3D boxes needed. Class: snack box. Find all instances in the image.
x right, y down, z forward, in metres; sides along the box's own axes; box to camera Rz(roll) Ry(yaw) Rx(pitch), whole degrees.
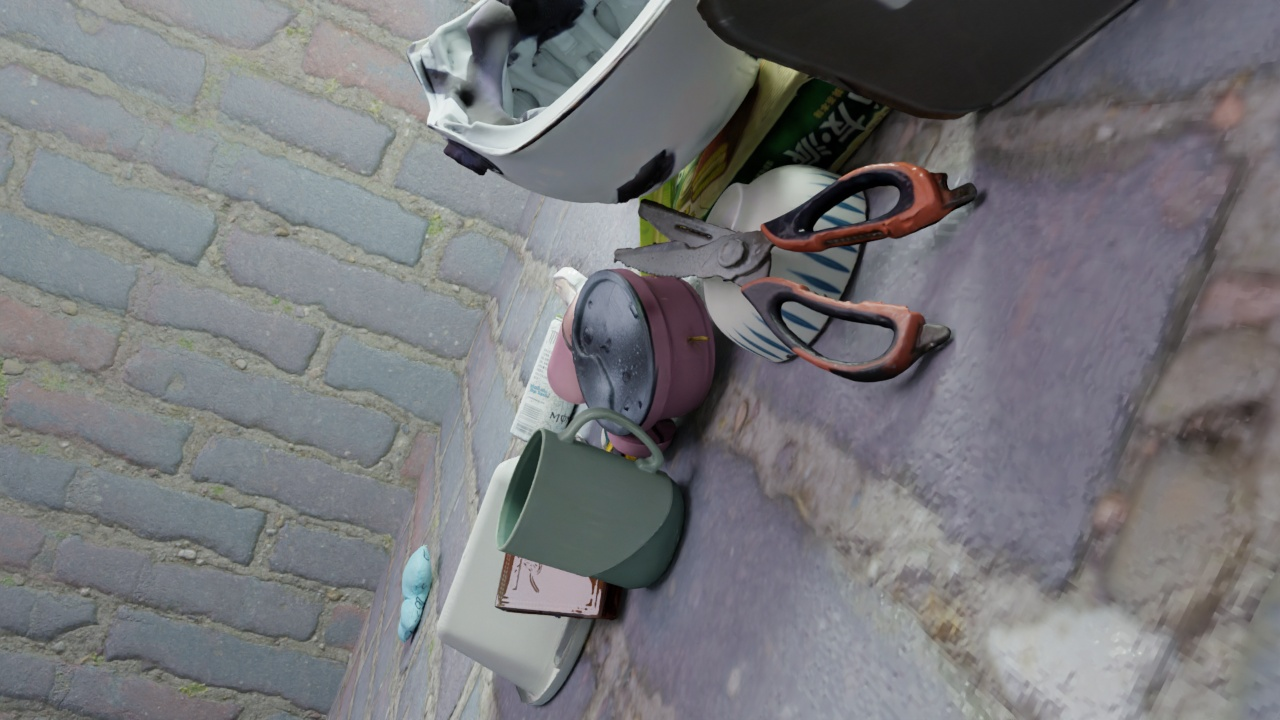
[{"bbox_3d":[0.016,-0.106,0.727,0.085,0.026,0.156,-73,-15,-62],"label":"snack box"},{"bbox_3d":[0.098,-0.166,0.592,0.241,0.063,0.114,129,157,-50],"label":"snack box"}]

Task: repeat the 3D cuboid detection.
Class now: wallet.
[{"bbox_3d":[-0.057,0.131,0.689,0.101,0.032,0.124,-4,65,30],"label":"wallet"}]

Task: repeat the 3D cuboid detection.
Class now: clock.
[{"bbox_3d":[-0.004,0.004,0.665,0.117,0.059,0.159,62,144,30],"label":"clock"}]

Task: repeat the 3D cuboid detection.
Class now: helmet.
[{"bbox_3d":[-0.017,-0.191,0.585,0.229,0.146,0.258,-51,41,3],"label":"helmet"}]

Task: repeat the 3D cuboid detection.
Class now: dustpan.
[{"bbox_3d":[-0.074,0.190,0.833,0.257,0.143,0.222,21,-90,-76],"label":"dustpan"}]

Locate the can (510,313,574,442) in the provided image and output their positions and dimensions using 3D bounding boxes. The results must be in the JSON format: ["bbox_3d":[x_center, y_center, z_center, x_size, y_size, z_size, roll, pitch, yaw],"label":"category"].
[{"bbox_3d":[-0.094,0.024,1.028,0.058,0.058,0.146,-157,88,-75],"label":"can"}]

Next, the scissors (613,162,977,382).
[{"bbox_3d":[0.068,-0.058,0.468,0.214,0.015,0.197,-34,50,28],"label":"scissors"}]

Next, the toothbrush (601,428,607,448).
[{"bbox_3d":[0.002,-0.009,0.818,0.017,0.016,0.187,9,78,65],"label":"toothbrush"}]

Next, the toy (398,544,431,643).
[{"bbox_3d":[-0.396,0.401,1.611,0.162,0.049,0.156,114,159,-44],"label":"toy"}]

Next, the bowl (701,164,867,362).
[{"bbox_3d":[0.072,-0.064,0.539,0.116,0.066,0.116,-160,91,-75],"label":"bowl"}]

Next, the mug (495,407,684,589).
[{"bbox_3d":[-0.027,0.088,0.607,0.082,0.106,0.112,-124,56,-73],"label":"mug"}]

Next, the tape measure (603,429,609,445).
[{"bbox_3d":[-0.013,0.050,0.772,0.058,0.025,0.054,-112,44,-68],"label":"tape measure"}]

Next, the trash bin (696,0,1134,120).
[{"bbox_3d":[0.123,-0.248,0.388,0.199,0.198,0.219,141,141,-62],"label":"trash bin"}]

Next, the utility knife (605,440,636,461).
[{"bbox_3d":[-0.016,0.068,0.726,0.217,0.033,0.015,-67,-30,-15],"label":"utility knife"}]

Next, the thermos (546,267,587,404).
[{"bbox_3d":[-0.051,-0.021,0.823,0.067,0.087,0.199,-45,-5,-18],"label":"thermos"}]
